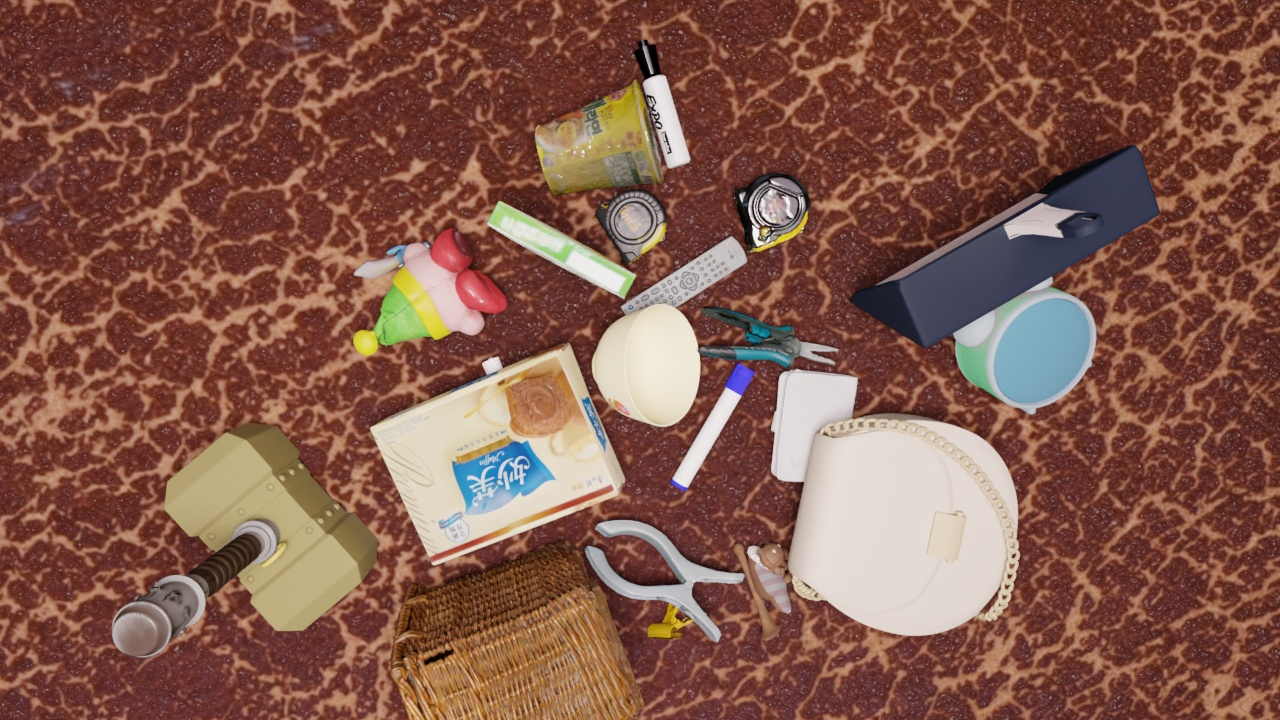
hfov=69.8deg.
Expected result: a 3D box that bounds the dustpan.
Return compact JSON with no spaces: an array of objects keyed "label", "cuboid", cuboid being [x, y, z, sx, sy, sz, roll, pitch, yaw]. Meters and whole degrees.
[{"label":"dustpan","cuboid":[0.323,-0.110,0.809,0.236,0.273,0.080,-30,111,0]}]

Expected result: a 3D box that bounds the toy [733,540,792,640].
[{"label":"toy","cuboid":[0.134,0.233,0.954,0.055,0.041,0.102,-22,88,22]}]

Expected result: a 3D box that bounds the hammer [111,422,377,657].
[{"label":"hammer","cuboid":[-0.351,0.171,0.781,0.100,0.325,0.190,-40,96,1]}]

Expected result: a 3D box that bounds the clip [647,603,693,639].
[{"label":"clip","cuboid":[0.031,0.269,0.955,0.046,0.053,0.035,-36,92,-30]}]

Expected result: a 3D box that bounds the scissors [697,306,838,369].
[{"label":"scissors","cuboid":[0.122,-0.021,0.931,0.149,0.019,0.122,44,61,14]}]

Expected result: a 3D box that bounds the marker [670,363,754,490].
[{"label":"marker","cuboid":[0.074,0.069,0.946,0.020,0.020,0.141,30,93,-5]}]

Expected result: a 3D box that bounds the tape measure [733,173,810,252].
[{"label":"tape measure","cuboid":[0.132,-0.151,0.919,0.072,0.042,0.071,-17,94,3]}]

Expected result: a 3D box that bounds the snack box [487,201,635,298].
[{"label":"snack box","cuboid":[-0.070,-0.100,0.849,0.132,0.168,0.027,28,93,-5]}]

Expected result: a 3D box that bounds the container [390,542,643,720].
[{"label":"container","cuboid":[-0.113,0.278,0.852,0.183,0.250,0.162,-21,96,-9]}]

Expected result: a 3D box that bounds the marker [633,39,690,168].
[{"label":"marker","cuboid":[0.020,-0.255,0.911,0.025,0.025,0.126,-17,96,-1]}]

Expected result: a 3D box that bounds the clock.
[{"label":"clock","cuboid":[0.372,-0.032,0.911,0.122,0.075,0.161,-40,116,2]}]

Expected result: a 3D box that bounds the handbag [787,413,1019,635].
[{"label":"handbag","cuboid":[0.261,0.160,0.919,0.208,0.103,0.210,11,92,-6]}]

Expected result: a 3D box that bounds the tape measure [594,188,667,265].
[{"label":"tape measure","cuboid":[-0.005,-0.140,0.916,0.063,0.038,0.067,-34,93,9]}]

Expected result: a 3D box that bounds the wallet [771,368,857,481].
[{"label":"wallet","cuboid":[0.177,0.068,0.948,0.086,0.032,0.116,9,93,-15]}]

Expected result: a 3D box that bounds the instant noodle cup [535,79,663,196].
[{"label":"instant noodle cup","cuboid":[-0.040,-0.206,0.884,0.108,0.102,0.102,-14,96,7]}]

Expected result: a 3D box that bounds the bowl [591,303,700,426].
[{"label":"bowl","cuboid":[-0.005,0.005,0.904,0.074,0.117,0.118,-1,97,39]}]

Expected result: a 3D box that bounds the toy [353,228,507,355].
[{"label":"toy","cuboid":[-0.216,-0.063,0.888,0.132,0.096,0.124,-35,90,20]}]

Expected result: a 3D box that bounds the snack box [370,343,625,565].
[{"label":"snack box","cuboid":[-0.139,0.092,0.904,0.207,0.055,0.153,-22,96,10]}]

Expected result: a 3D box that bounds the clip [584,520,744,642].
[{"label":"clip","cuboid":[0.015,0.230,0.929,0.163,0.028,0.107,23,66,1]}]

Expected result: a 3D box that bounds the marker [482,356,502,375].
[{"label":"marker","cuboid":[-0.129,0.060,0.937,0.020,0.017,0.133,-17,97,35]}]

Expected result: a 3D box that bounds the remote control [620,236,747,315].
[{"label":"remote control","cuboid":[0.045,-0.078,0.934,0.136,0.013,0.033,-33,96,0]}]
